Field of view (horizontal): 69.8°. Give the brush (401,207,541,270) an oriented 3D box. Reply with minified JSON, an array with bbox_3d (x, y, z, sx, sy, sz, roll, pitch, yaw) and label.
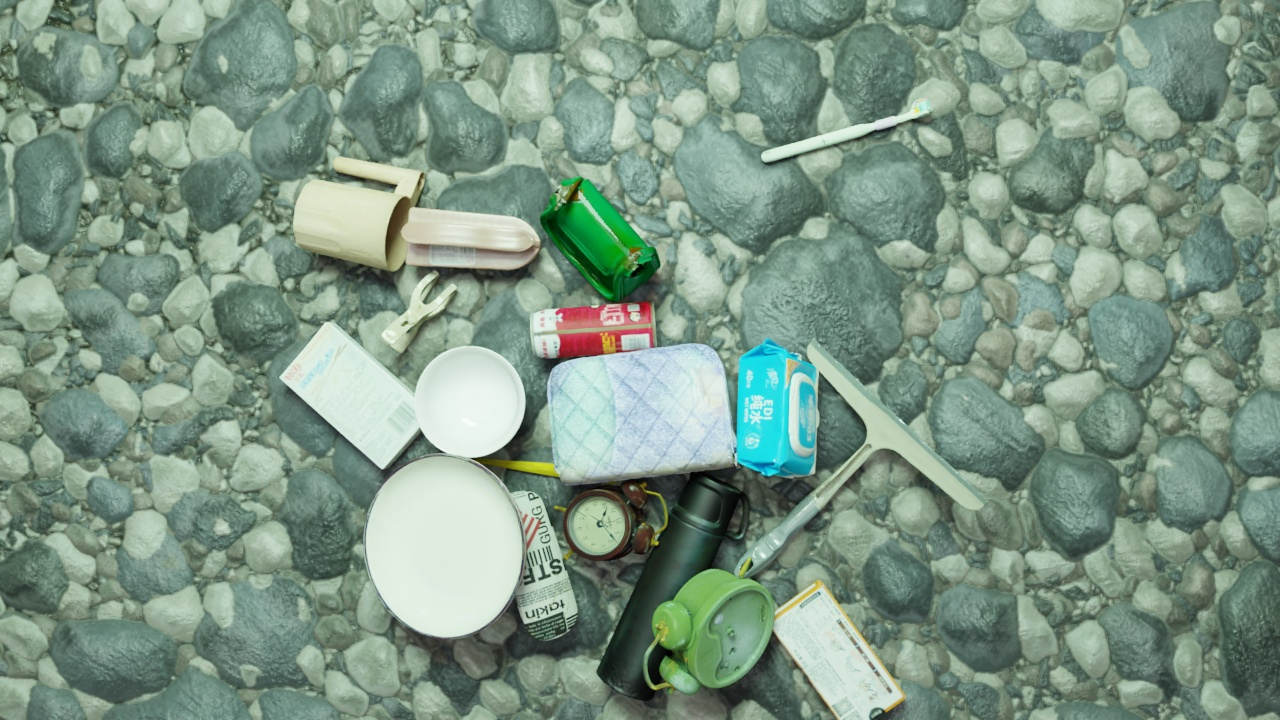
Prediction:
[{"bbox_3d":[-0.181,-0.130,0.995,0.145,0.073,0.063,4,89,1],"label":"brush"}]

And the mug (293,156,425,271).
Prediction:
[{"bbox_3d":[-0.305,-0.165,1.003,0.103,0.084,0.124,12,66,4],"label":"mug"}]

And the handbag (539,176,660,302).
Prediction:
[{"bbox_3d":[-0.044,-0.129,0.966,0.068,0.120,0.131,-42,86,-4],"label":"handbag"}]

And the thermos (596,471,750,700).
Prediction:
[{"bbox_3d":[0.043,0.243,0.989,0.090,0.068,0.242,26,91,-20],"label":"thermos"}]

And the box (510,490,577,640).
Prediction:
[{"bbox_3d":[-0.116,0.222,1.010,0.074,0.077,0.163,-19,86,-17],"label":"box"}]

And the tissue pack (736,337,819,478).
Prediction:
[{"bbox_3d":[0.146,0.054,0.955,0.063,0.090,0.140,-4,76,34],"label":"tissue pack"}]

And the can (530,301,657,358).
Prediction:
[{"bbox_3d":[-0.050,-0.032,0.988,0.133,0.053,0.053,-4,89,1],"label":"can"}]

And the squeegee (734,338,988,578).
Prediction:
[{"bbox_3d":[0.193,0.149,0.995,0.247,0.039,0.246,-47,70,8],"label":"squeegee"}]

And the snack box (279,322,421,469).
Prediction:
[{"bbox_3d":[-0.314,0.039,1.022,0.157,0.027,0.085,41,92,2],"label":"snack box"}]

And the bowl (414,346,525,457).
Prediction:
[{"bbox_3d":[-0.179,0.044,0.998,0.118,0.064,0.118,0,89,3],"label":"bowl"}]

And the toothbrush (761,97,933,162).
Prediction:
[{"bbox_3d":[0.224,-0.250,1.005,0.189,0.029,0.020,-17,130,4],"label":"toothbrush"}]

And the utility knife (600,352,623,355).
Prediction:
[{"bbox_3d":[-0.006,0.006,1.018,0.178,0.019,0.031,32,85,7],"label":"utility knife"}]

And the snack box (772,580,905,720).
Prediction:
[{"bbox_3d":[0.212,0.323,0.999,0.075,0.026,0.153,-36,88,1],"label":"snack box"}]

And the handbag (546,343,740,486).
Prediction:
[{"bbox_3d":[0.003,0.058,0.974,0.194,0.075,0.134,-7,83,11],"label":"handbag"}]

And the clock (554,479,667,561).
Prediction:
[{"bbox_3d":[-0.029,0.173,0.987,0.122,0.055,0.082,-13,80,13],"label":"clock"}]

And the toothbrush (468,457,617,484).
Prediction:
[{"bbox_3d":[-0.120,0.119,1.018,0.190,0.016,0.015,7,89,2],"label":"toothbrush"}]

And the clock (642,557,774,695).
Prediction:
[{"bbox_3d":[0.068,0.281,0.948,0.160,0.056,0.116,-26,120,-31],"label":"clock"}]

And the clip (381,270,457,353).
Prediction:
[{"bbox_3d":[-0.245,-0.053,1.016,0.034,0.060,0.097,36,80,1],"label":"clip"}]

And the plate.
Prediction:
[{"bbox_3d":[-0.201,0.193,0.968,0.193,0.039,0.192,-1,88,19],"label":"plate"}]
